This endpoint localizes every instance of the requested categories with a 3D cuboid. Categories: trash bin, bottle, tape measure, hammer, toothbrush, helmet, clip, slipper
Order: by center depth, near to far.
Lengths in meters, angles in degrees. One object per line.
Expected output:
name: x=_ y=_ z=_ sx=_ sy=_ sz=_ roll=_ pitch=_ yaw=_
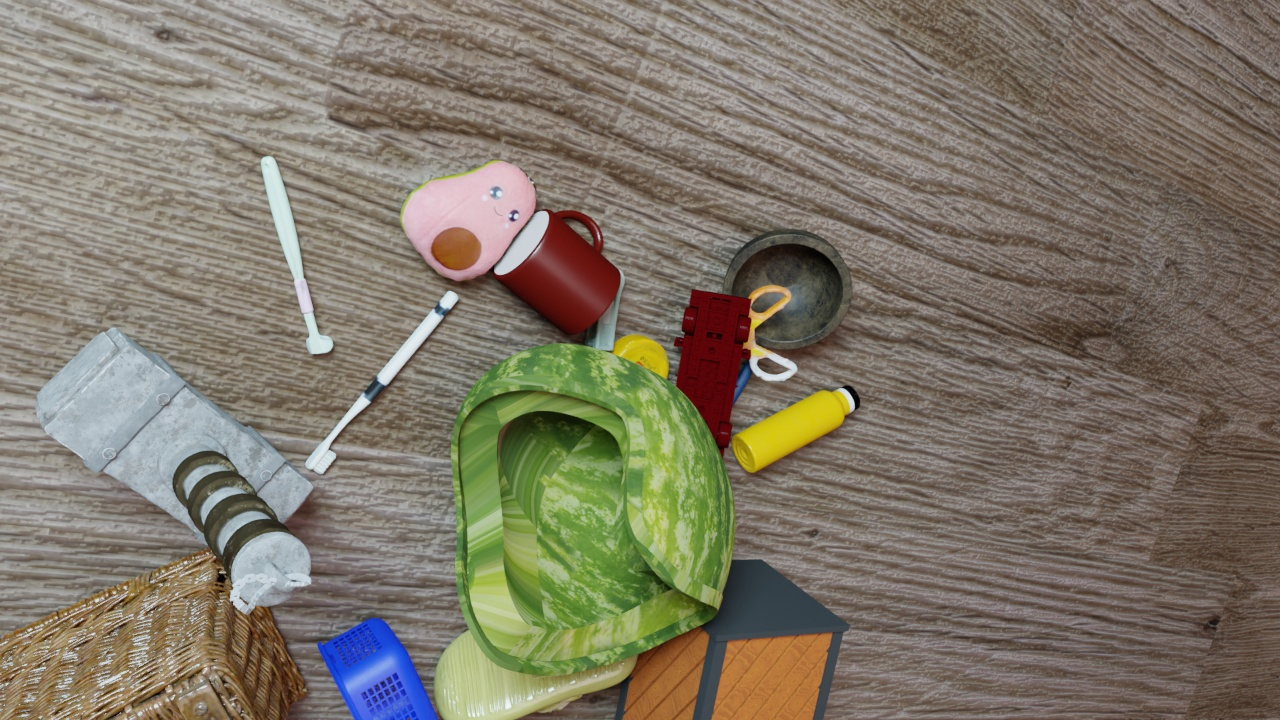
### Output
hammer: x=-0.262 y=0.086 z=0.571 sx=0.079 sy=0.327 sz=0.177 roll=-51 pitch=126 yaw=-16
toothbrush: x=-0.266 y=-0.079 z=0.706 sx=0.022 sy=0.015 sz=0.155 roll=-7 pitch=108 yaw=6
helmet: x=-0.037 y=0.110 z=0.752 sx=0.214 sy=0.247 sz=0.243 roll=-33 pitch=151 yaw=23
toothbrush: x=-0.212 y=0.017 z=0.762 sx=0.186 sy=0.012 sz=0.017 roll=-52 pitch=133 yaw=-7
clip: x=-0.033 y=-0.047 z=0.831 sx=0.023 sy=0.044 sz=0.076 roll=4 pitch=99 yaw=-31
trash bin: x=0.077 y=0.295 z=0.851 sx=0.139 sy=0.140 sz=0.172 roll=5 pitch=101 yaw=-28
slipper: x=-0.095 y=0.285 z=0.856 sx=0.190 sy=0.091 sz=0.082 roll=-14 pitch=152 yaw=-8
tape measure: x=-0.005 y=0.005 z=0.857 sx=0.068 sy=0.030 sz=0.059 roll=43 pitch=81 yaw=-32
toothbrush: x=0.119 y=-0.007 z=0.929 sx=0.014 sy=0.014 sz=0.167 roll=30 pitch=88 yaw=13
bottle: x=0.165 y=0.067 z=0.956 sx=0.143 sy=0.043 sz=0.043 roll=-25 pitch=113 yaw=-20

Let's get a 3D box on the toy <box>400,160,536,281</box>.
toy: x=-0.135 y=-0.119 z=0.744 sx=0.109 sy=0.051 sz=0.090 roll=-43 pitch=119 yaw=-13

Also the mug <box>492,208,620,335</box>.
mug: x=-0.066 y=-0.088 z=0.785 sx=0.082 sy=0.073 sz=0.105 roll=39 pitch=55 yaw=-30

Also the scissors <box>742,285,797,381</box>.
scissors: x=0.104 y=-0.020 z=0.885 sx=0.131 sy=0.011 sz=0.126 roll=42 pitch=116 yaw=-17

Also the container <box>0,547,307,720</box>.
container: x=-0.373 y=0.272 z=0.641 sx=0.249 sy=0.183 sz=0.162 roll=-24 pitch=111 yaw=-21

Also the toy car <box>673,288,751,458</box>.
toy car: x=0.063 y=0.019 z=0.865 sx=0.070 sy=0.061 sz=0.170 roll=10 pitch=101 yaw=5

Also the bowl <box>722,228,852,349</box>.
bowl: x=0.140 y=-0.077 z=0.887 sx=0.121 sy=0.056 sz=0.121 roll=3 pitch=122 yaw=4

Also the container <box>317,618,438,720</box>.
container: x=-0.219 y=0.282 z=0.779 sx=0.058 sy=0.096 sz=0.114 roll=-27 pitch=114 yaw=-25
